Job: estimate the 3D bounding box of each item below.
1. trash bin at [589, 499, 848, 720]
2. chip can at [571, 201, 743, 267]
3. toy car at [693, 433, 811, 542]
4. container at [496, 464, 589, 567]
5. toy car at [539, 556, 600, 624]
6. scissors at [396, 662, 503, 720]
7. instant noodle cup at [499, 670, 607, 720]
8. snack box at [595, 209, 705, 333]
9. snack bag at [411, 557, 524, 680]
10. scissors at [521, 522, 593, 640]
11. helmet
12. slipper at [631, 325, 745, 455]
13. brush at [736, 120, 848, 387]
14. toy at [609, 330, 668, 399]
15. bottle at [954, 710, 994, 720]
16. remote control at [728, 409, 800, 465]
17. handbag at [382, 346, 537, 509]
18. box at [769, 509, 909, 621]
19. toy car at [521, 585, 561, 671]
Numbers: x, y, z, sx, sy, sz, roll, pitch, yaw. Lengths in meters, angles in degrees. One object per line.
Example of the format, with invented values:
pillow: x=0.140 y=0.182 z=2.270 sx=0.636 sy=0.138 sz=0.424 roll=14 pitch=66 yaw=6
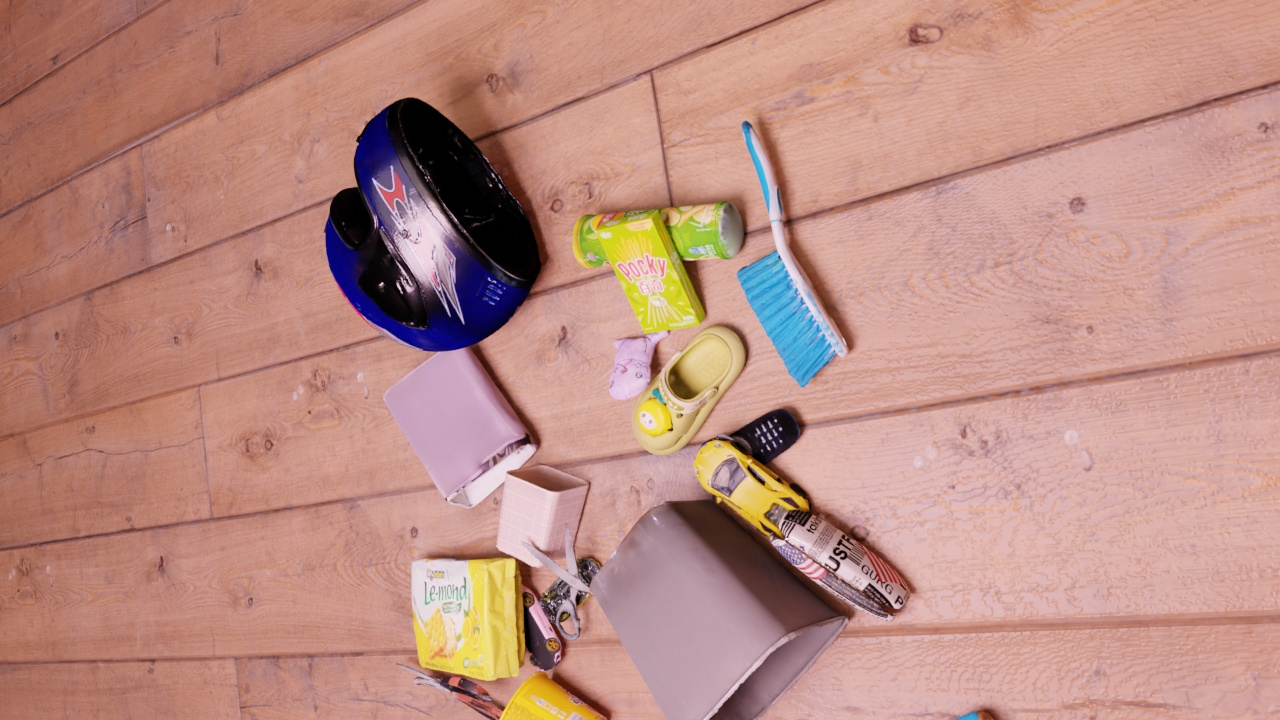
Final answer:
trash bin: x=0.078 y=0.293 z=1.060 sx=0.220 sy=0.198 sz=0.199 roll=46 pitch=110 yaw=30
chip can: x=0.022 y=-0.158 z=1.164 sx=0.222 sy=0.072 sz=0.072 roll=0 pitch=89 yaw=30
toy car: x=0.130 y=0.154 z=1.092 sx=0.156 sy=0.041 sz=0.071 roll=38 pitch=108 yaw=4
container: x=-0.135 y=0.210 z=1.240 sx=0.090 sy=0.090 sz=0.111 roll=17 pitch=100 yaw=29
toy car: x=-0.091 y=0.311 z=1.243 sx=0.105 sy=0.032 sz=0.048 roll=-47 pitch=67 yaw=12
scissors: x=-0.267 y=0.474 z=1.316 sx=0.221 sy=0.015 sz=0.190 roll=28 pitch=148 yaw=6
instant noodle cup: x=-0.115 y=0.494 z=1.201 sx=0.110 sy=0.137 sz=0.138 roll=21 pitch=99 yaw=20
snack box: x=0.013 y=-0.108 z=1.140 sx=0.086 sy=0.026 sz=0.156 roll=-7 pitch=123 yaw=34
snack bag: x=-0.243 y=0.356 z=1.290 sx=0.247 sy=0.068 sz=0.158 roll=-13 pitch=79 yaw=48
scissors: x=-0.086 y=0.293 z=1.200 sx=0.181 sy=0.014 sz=0.160 roll=26 pitch=108 yaw=-4
helmet: x=-0.300 y=-0.159 z=1.230 sx=0.241 sy=0.246 sz=0.315 roll=-29 pitch=107 yaw=21
slipper: x=0.048 y=0.034 z=1.140 sx=0.191 sy=0.081 sz=0.091 roll=-50 pitch=64 yaw=17
brush: x=0.158 y=-0.128 z=1.088 sx=0.110 sy=0.060 sz=0.314 roll=-33 pitch=77 yaw=20
toy: x=-0.007 y=0.007 z=1.178 sx=0.084 sy=0.039 sz=0.107 roll=-16 pitch=40 yaw=30
bottle: x=0.288 y=0.447 z=0.996 sx=0.219 sy=0.065 sz=0.065 roll=-34 pitch=73 yaw=25
remote control: x=0.136 y=0.105 z=1.117 sx=0.137 sy=0.024 sz=0.053 roll=-35 pitch=78 yaw=26
handbag: x=-0.253 y=0.089 z=1.305 sx=0.145 sy=0.098 sz=0.197 roll=-40 pitch=68 yaw=6
box: x=0.215 y=0.241 z=1.030 sx=0.163 sy=0.074 sz=0.081 roll=35 pitch=115 yaw=10
toy car: x=-0.146 y=0.369 z=1.269 sx=0.056 sy=0.037 sz=0.122 roll=-47 pitch=67 yaw=36
